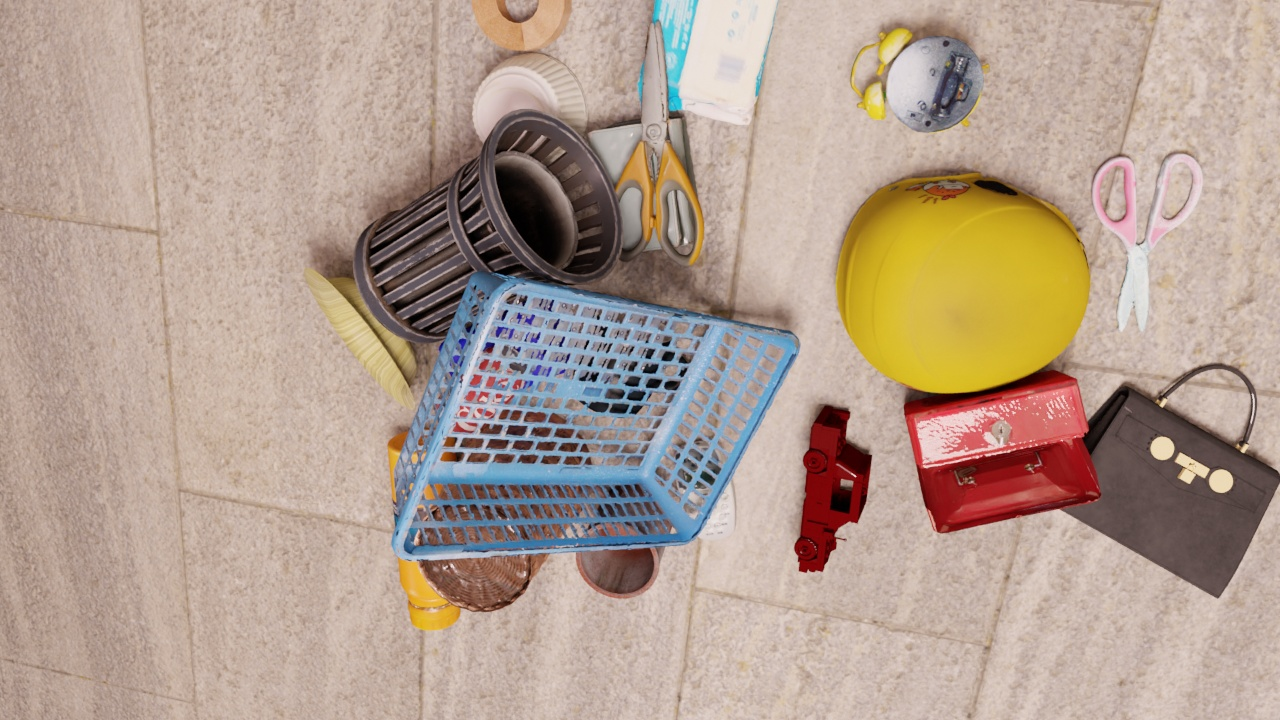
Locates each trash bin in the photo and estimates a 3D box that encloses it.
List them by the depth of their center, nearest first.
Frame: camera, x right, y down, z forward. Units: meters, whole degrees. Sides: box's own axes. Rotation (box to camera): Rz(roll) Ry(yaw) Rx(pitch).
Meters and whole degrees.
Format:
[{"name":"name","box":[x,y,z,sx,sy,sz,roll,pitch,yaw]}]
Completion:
[{"name":"trash bin","box":[-0.156,-0.113,0.882,0.228,0.163,0.164,-21,103,38]},{"name":"trash bin","box":[-0.147,0.154,0.965,0.151,0.209,0.151,4,108,11]}]

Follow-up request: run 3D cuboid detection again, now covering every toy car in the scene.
[{"name":"toy car","box":[0.203,0.139,0.960,0.062,0.070,0.170,9,110,21]}]

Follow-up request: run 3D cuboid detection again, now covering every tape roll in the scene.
[{"name":"tape roll","box":[-0.115,-0.350,0.890,0.094,0.027,0.094,4,108,11]}]

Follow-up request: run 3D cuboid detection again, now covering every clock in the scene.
[{"name":"clock","box":[0.250,-0.253,0.830,0.119,0.057,0.083,16,111,6]}]

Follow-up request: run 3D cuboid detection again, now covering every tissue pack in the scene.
[{"name":"tissue pack","box":[0.069,-0.323,0.841,0.117,0.066,0.210,14,111,6]}]

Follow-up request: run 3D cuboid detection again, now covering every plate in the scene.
[{"name":"plate","box":[-0.286,-0.032,0.983,0.036,0.185,0.184,-40,99,-22]}]

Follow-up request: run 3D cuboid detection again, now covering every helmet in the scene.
[{"name":"helmet","box":[0.302,-0.059,0.839,0.240,0.139,0.209,3,108,10]}]

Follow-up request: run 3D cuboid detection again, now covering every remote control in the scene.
[{"name":"remote control","box":[0.073,0.144,1.012,0.060,0.028,0.114,-9,105,14]}]

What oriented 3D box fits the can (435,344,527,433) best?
[{"name":"can","box":[-0.158,0.030,0.919,0.054,0.054,0.097,45,109,-5]}]

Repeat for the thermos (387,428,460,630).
[{"name":"thermos","box":[-0.250,0.198,1.079,0.076,0.091,0.233,-6,109,-16]}]

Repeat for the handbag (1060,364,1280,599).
[{"name":"handbag","box":[0.526,0.096,0.895,0.176,0.072,0.196,30,100,1]}]

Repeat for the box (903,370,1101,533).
[{"name":"box","box":[0.336,0.066,0.881,0.157,0.136,0.126,-17,109,16]}]

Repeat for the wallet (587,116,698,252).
[{"name":"wallet","box":[0.004,-0.173,0.914,0.100,0.054,0.132,-8,102,12]}]

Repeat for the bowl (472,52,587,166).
[{"name":"bowl","box":[-0.115,-0.243,0.906,0.115,0.062,0.115,4,108,11]}]

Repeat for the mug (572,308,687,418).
[{"name":"mug","box":[-0.006,0.006,0.962,0.121,0.085,0.095,12,114,-24]}]

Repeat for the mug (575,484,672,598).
[{"name":"mug","box":[-0.024,0.182,1.004,0.096,0.110,0.123,-31,99,14]}]

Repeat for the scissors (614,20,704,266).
[{"name":"scissors","box":[0.024,-0.197,0.857,0.114,0.016,0.229,13,113,17]}]

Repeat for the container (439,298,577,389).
[{"name":"container","box":[-0.136,-0.011,0.976,0.114,0.085,0.084,-23,103,16]}]

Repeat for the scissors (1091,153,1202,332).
[{"name":"scissors","box":[0.480,-0.106,0.854,0.101,0.016,0.179,-9,105,14]}]

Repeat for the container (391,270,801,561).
[{"name":"container","box":[-0.042,0.048,0.838,0.089,0.361,0.257,42,114,41]}]
